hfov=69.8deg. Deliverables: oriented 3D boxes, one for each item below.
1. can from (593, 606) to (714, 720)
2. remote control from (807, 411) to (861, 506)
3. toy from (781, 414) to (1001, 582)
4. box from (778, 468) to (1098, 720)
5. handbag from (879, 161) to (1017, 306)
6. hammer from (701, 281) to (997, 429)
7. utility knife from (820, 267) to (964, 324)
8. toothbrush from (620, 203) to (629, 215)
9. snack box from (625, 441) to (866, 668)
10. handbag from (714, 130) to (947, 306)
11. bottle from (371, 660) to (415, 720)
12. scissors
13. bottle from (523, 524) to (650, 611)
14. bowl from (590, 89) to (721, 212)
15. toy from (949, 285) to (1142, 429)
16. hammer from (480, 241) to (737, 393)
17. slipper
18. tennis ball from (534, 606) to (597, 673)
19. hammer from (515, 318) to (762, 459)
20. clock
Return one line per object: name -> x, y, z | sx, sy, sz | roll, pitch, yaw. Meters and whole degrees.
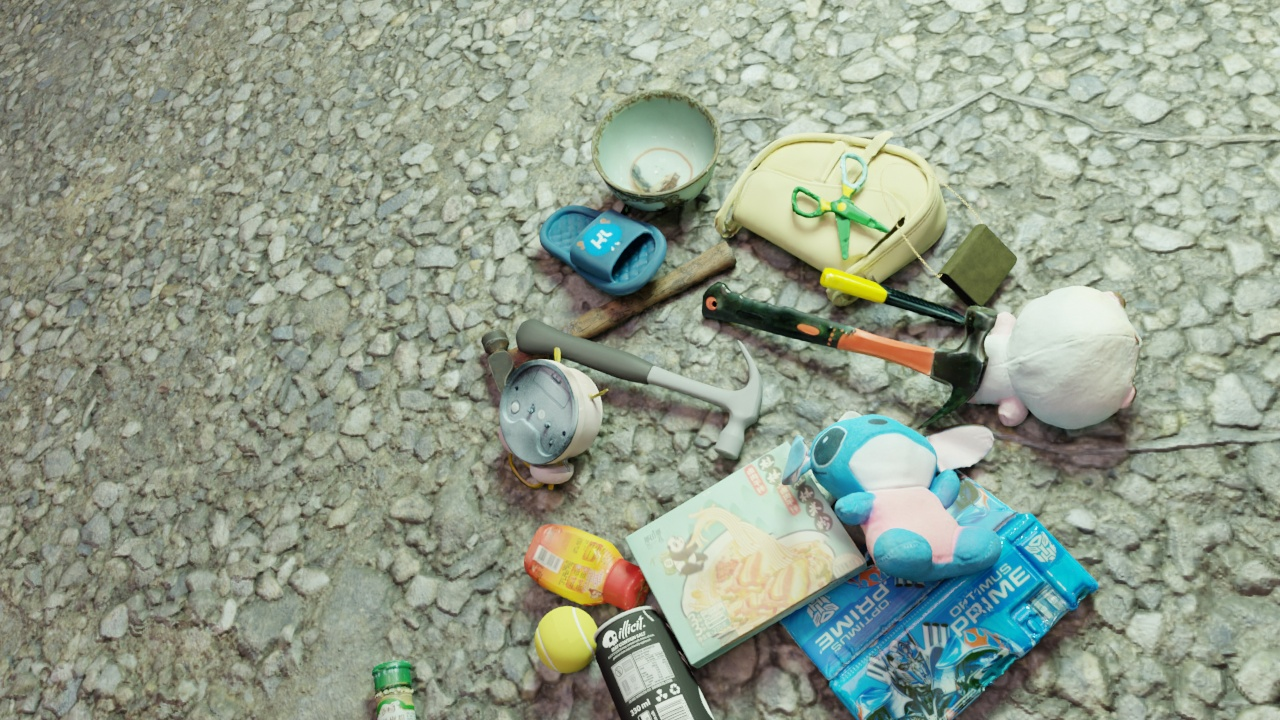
can -> 0.014, 0.317, 0.876 | 0.080, 0.080, 0.146 | -30, 58, 3
remote control -> 0.196, 0.114, 0.952 | 0.050, 0.022, 0.133 | 37, 80, 29
toy -> 0.246, 0.123, 0.851 | 0.223, 0.099, 0.191 | -2, 38, -21
box -> 0.267, 0.223, 0.849 | 0.243, 0.060, 0.175 | -40, 57, -4
handbag -> 0.318, -0.141, 0.976 | 0.178, 0.027, 0.084 | 42, 80, -12
hammer -> 0.205, -0.028, 0.992 | 0.334, 0.033, 0.133 | 20, 113, 35
utility knife -> 0.279, -0.065, 0.989 | 0.174, 0.020, 0.028 | 17, 26, 4
toothbrush -> -0.014, -0.207, 1.203 | 0.017, 0.014, 0.187 | 21, 72, 14
snack box -> 0.102, 0.191, 0.906 | 0.193, 0.044, 0.141 | -31, 63, 1
handbag -> 0.219, -0.179, 1.062 | 0.233, 0.088, 0.190 | 35, 82, 31
bottle -> -0.258, 0.376, 0.968 | 0.043, 0.043, 0.109 | -20, 60, 9
scissors -> 0.227, -0.175, 1.009 | 0.127, 0.011, 0.123 | 35, 96, 31
bottle -> -0.055, 0.222, 0.970 | 0.134, 0.048, 0.071 | 16, 71, 26
bowl -> 0.023, -0.248, 1.156 | 0.160, 0.094, 0.159 | -3, 66, 6
toy -> 0.392, 0.002, 0.903 | 0.180, 0.101, 0.138 | -14, 72, 40
hammer -> -0.032, -0.050, 1.120 | 0.330, 0.033, 0.120 | -27, 62, 4
slipper -> -0.050, -0.150, 1.135 | 0.103, 0.059, 0.214 | -47, 48, -13
tennis ball -> -0.075, 0.284, 0.935 | 0.065, 0.065, 0.065 | -8, 61, 15
hammer -> -0.006, 0.006, 1.057 | 0.311, 0.029, 0.124 | 18, 75, 21
clock -> -0.107, 0.074, 1.042 | 0.117, 0.058, 0.158 | 38, 109, 33
